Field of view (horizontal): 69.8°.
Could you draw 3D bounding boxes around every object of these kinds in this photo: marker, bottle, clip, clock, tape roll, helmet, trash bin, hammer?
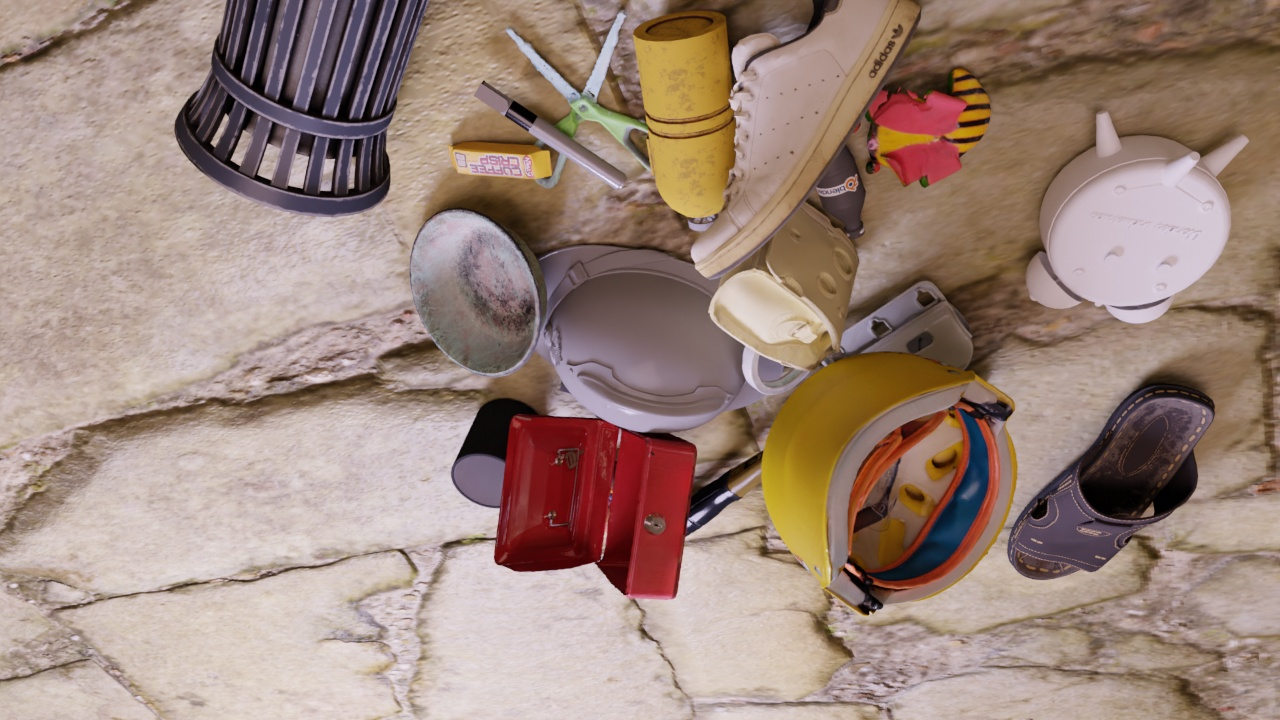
[{"bbox_3d":[-0.073,-0.185,0.759,0.140,0.016,0.016,31,127,-13],"label":"marker"},{"bbox_3d":[0.040,-0.180,0.721,0.071,0.070,0.164,-1,127,13],"label":"bottle"},{"bbox_3d":[0.248,0.010,0.831,0.125,0.072,0.143,-34,106,30],"label":"clip"},{"bbox_3d":[0.378,-0.100,0.707,0.125,0.072,0.161,11,129,3],"label":"clock"},{"bbox_3d":[0.158,-0.147,0.741,0.036,0.036,0.110,-15,123,22],"label":"bottle"},{"bbox_3d":[0.131,-0.012,0.829,0.092,0.013,0.093,-21,130,-28],"label":"tape roll"},{"bbox_3d":[0.195,0.089,0.763,0.240,0.140,0.209,33,91,-44],"label":"helmet"},{"bbox_3d":[-0.234,-0.248,0.675,0.164,0.163,0.228,26,125,-8],"label":"trash bin"},{"bbox_3d":[0.083,0.138,0.944,0.025,0.117,0.334,36,131,-12],"label":"hammer"},{"bbox_3d":[-0.005,0.004,0.842,0.271,0.117,0.184,16,129,2],"label":"helmet"}]

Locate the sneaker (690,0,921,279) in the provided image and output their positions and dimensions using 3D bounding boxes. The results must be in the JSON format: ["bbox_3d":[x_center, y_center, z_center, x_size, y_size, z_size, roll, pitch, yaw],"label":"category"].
[{"bbox_3d":[0.095,-0.175,0.660,0.102,0.089,0.241,35,95,-4],"label":"sneaker"}]

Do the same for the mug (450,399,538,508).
[{"bbox_3d":[-0.131,0.104,0.966,0.113,0.087,0.078,22,129,-5],"label":"mug"}]

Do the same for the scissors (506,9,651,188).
[{"bbox_3d":[-0.048,-0.206,0.755,0.171,0.022,0.174,40,130,-16],"label":"scissors"}]

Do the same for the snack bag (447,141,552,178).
[{"bbox_3d":[-0.122,-0.171,0.786,0.099,0.020,0.026,9,130,20],"label":"snack bag"}]

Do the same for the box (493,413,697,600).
[{"bbox_3d":[-0.025,0.140,0.896,0.169,0.153,0.157,8,93,40],"label":"box"}]

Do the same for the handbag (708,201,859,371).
[{"bbox_3d":[0.123,-0.068,0.758,0.111,0.119,0.081,32,135,-12],"label":"handbag"}]

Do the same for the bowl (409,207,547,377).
[{"bbox_3d":[-0.142,-0.065,0.841,0.158,0.038,0.158,14,117,30],"label":"bowl"}]

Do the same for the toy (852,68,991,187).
[{"bbox_3d":[0.216,-0.177,0.704,0.104,0.046,0.084,-22,101,23],"label":"toy"}]

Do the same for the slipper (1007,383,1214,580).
[{"bbox_3d":[0.444,0.133,0.871,0.113,0.075,0.269,18,129,-2],"label":"slipper"}]

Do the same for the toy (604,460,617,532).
[{"bbox_3d":[-0.028,0.152,1.017,0.103,0.070,0.090,50,138,2],"label":"toy"}]
